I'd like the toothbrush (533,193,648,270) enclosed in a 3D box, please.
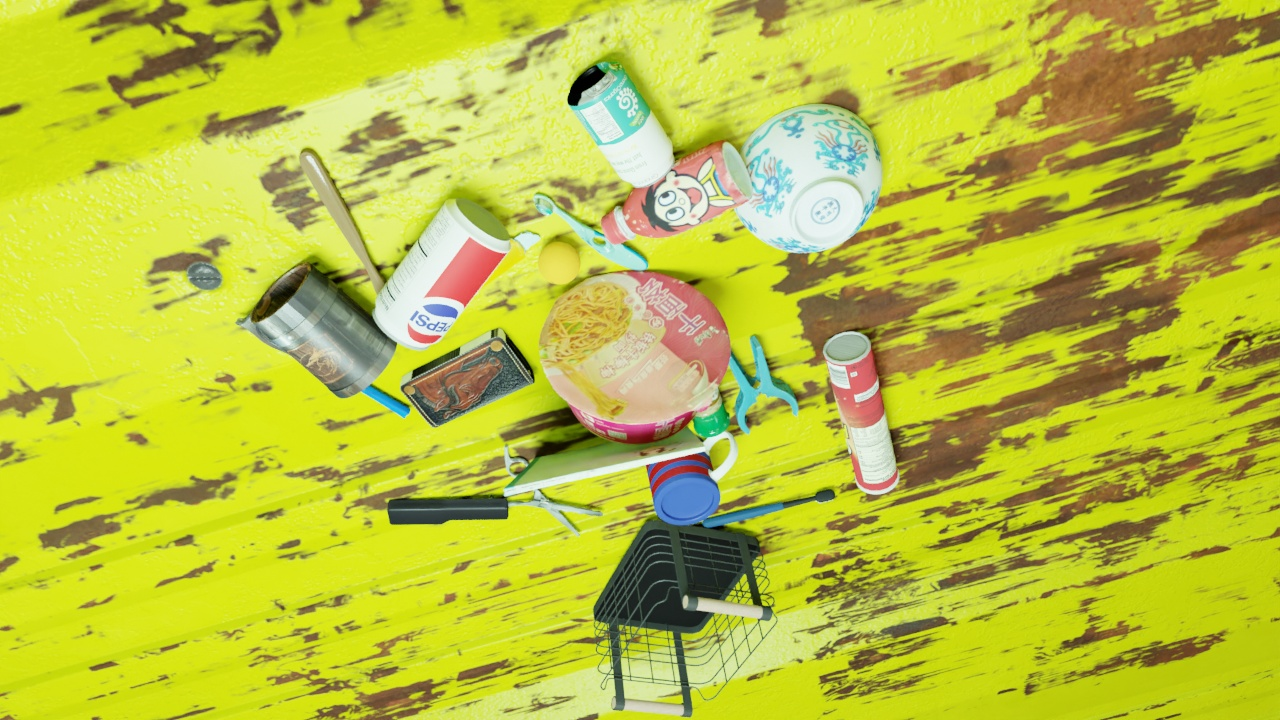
[{"bbox_3d":[-0.045,-0.117,0.864,0.135,0.017,0.022,30,127,-28],"label":"toothbrush"}]

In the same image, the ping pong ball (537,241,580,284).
[{"bbox_3d":[-0.077,-0.092,0.864,0.040,0.040,0.040,-5,128,-6],"label":"ping pong ball"}]

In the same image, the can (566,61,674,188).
[{"bbox_3d":[-0.015,-0.200,0.781,0.055,0.054,0.101,-30,127,14],"label":"can"}]

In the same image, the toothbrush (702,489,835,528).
[{"bbox_3d":[0.159,0.184,1.137,0.168,0.014,0.014,-14,163,4],"label":"toothbrush"}]

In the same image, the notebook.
[{"bbox_3d":[-0.032,0.095,0.916,0.181,0.253,0.009,-12,90,-1],"label":"notebook"}]

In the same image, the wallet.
[{"bbox_3d":[-0.179,0.020,0.949,0.123,0.019,0.072,-25,123,10],"label":"wallet"}]

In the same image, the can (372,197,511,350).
[{"bbox_3d":[-0.180,-0.078,0.831,0.070,0.070,0.132,31,111,-29],"label":"can"}]

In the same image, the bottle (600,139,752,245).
[{"bbox_3d":[0.028,-0.144,0.826,0.138,0.061,0.062,-23,129,26],"label":"bottle"}]

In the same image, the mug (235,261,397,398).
[{"bbox_3d":[-0.308,-0.023,0.863,0.116,0.079,0.107,-19,130,30],"label":"mug"}]

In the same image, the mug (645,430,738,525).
[{"bbox_3d":[0.062,0.124,1.035,0.112,0.076,0.075,-32,126,16],"label":"mug"}]

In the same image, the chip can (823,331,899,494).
[{"bbox_3d":[0.251,0.063,1.035,0.052,0.051,0.215,-19,128,5],"label":"chip can"}]

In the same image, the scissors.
[{"bbox_3d":[-0.115,0.155,1.070,0.141,0.014,0.162,-3,128,-4],"label":"scissors"}]

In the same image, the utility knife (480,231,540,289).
[{"bbox_3d":[-0.164,-0.074,0.880,0.165,0.017,0.030,-31,131,16],"label":"utility knife"}]

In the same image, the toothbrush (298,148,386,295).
[{"bbox_3d":[-0.262,-0.117,0.831,0.016,0.016,0.167,-18,127,4],"label":"toothbrush"}]

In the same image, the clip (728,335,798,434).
[{"bbox_3d":[0.113,0.038,1.011,0.121,0.031,0.130,-37,125,24],"label":"clip"}]

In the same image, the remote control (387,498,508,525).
[{"bbox_3d":[-0.222,0.175,1.060,0.136,0.015,0.032,0,128,-3],"label":"remote control"}]

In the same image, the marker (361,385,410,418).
[{"bbox_3d":[-0.296,0.020,0.934,0.013,0.013,0.142,-41,123,21],"label":"marker"}]

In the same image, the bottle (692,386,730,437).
[{"bbox_3d":[0.065,0.032,0.986,0.043,0.043,0.111,-18,128,4],"label":"bottle"}]

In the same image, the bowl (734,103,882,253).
[{"bbox_3d":[0.160,-0.150,0.836,0.144,0.074,0.144,-5,128,-6],"label":"bowl"}]

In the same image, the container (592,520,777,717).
[{"bbox_3d":[0.051,0.324,1.147,0.162,0.130,0.242,13,128,-19],"label":"container"}]

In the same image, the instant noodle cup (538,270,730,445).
[{"bbox_3d":[-0.005,0.005,0.882,0.178,0.178,0.078,-7,145,-5],"label":"instant noodle cup"}]
